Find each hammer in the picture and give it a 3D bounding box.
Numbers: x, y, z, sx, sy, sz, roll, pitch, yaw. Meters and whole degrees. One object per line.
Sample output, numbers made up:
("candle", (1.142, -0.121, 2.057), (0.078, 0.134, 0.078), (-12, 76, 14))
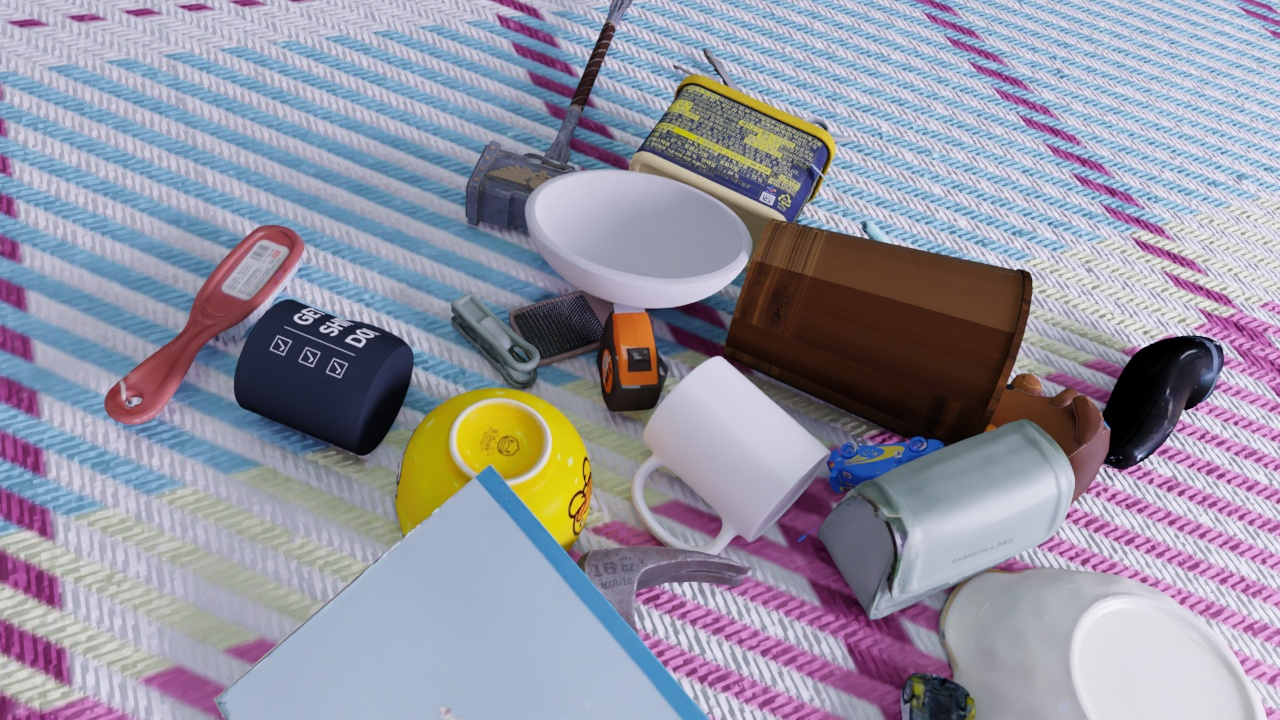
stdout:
("hammer", (-0.048, -0.223, 0.763), (0.098, 0.044, 0.321), (16, 53, -1))
("hammer", (0.036, 0.238, 0.455), (0.137, 0.035, 0.314), (-9, 58, -18))

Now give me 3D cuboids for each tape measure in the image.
("tape measure", (-0.004, 0.003, 0.600), (0.038, 0.058, 0.058), (-3, 51, -15))

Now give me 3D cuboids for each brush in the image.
("brush", (-0.269, -0.021, 0.579), (0.041, 0.030, 0.171), (22, 52, 4))
("brush", (-0.024, -0.036, 0.651), (0.135, 0.015, 0.050), (-19, 61, -24))

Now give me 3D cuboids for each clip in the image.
("clip", (-0.096, -0.013, 0.612), (0.076, 0.042, 0.023), (42, 59, 18))

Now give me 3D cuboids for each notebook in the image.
("notebook", (-0.062, 0.198, 0.435), (0.181, 0.009, 0.253), (-41, 72, -10))

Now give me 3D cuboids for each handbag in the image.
("handbag", (0.177, 0.095, 0.538), (0.121, 0.106, 0.067), (-17, 58, -16))

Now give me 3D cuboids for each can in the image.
("can", (0.067, -0.144, 0.713), (0.135, 0.075, 0.104), (26, 56, 7))

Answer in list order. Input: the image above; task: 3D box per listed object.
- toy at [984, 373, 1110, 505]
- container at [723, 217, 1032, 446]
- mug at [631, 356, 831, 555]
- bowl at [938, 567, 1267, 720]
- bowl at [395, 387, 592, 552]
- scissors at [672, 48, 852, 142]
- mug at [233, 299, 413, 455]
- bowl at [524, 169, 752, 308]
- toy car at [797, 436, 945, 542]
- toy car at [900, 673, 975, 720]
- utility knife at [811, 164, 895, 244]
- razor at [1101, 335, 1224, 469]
("toy", (0.267, 0.061, 0.633), (0.090, 0.071, 0.103), (30, 76, 26))
("container", (0.152, -0.023, 0.616), (0.167, 0.132, 0.131), (19, 53, 9))
("mug", (0.046, 0.067, 0.565), (0.090, 0.074, 0.110), (42, 83, 18))
("bowl", (0.280, 0.195, 0.521), (0.219, 0.060, 0.187), (39, 55, 17))
("bowl", (-0.083, 0.063, 0.534), (0.117, 0.068, 0.117), (6, 54, -8))
("scissors", (0.109, -0.228, 0.821), (0.158, 0.014, 0.141), (0, 58, -13))
("mug", (-0.183, 0.003, 0.563), (0.077, 0.071, 0.104), (21, 26, 3))
("bowl", (-0.003, -0.074, 0.608), (0.149, 0.043, 0.149), (8, 36, -6))
("toy car", (0.146, 0.084, 0.579), (0.092, 0.033, 0.061), (-7, 50, 21))
("toy car", (0.161, 0.217, 0.500), (0.038, 0.027, 0.089), (17, 52, -3))
("utility knife", (0.183, -0.088, 0.695), (0.165, 0.015, 0.022), (43, 24, -11))
("razor", (0.377, 0.033, 0.670), (0.140, 0.053, 0.064), (-43, 105, -26))
